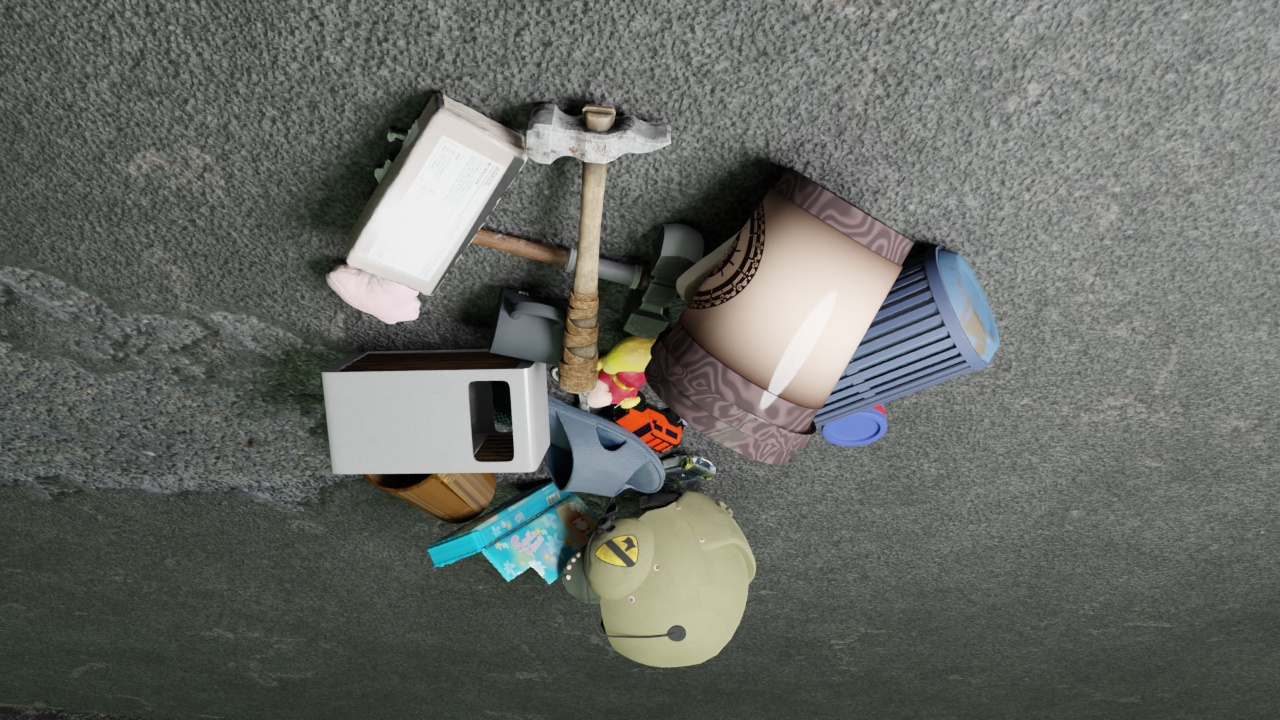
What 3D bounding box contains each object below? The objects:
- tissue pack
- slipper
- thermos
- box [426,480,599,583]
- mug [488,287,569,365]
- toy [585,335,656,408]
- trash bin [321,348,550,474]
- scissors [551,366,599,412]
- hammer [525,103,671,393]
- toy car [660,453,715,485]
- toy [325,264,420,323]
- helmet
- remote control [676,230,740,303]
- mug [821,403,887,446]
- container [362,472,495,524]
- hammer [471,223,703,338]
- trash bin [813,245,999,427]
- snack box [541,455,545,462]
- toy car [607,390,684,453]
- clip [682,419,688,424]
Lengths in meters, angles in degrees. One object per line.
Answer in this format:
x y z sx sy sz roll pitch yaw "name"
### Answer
-0.191 -0.153 0.829 0.103 0.071 0.182 22 128 -29 "tissue pack"
-0.091 0.112 1.140 0.263 0.082 0.101 29 140 -9 "slipper"
0.128 -0.044 0.834 0.172 0.172 0.226 23 108 -27 "thermos"
-0.156 0.228 1.251 0.173 0.226 0.083 13 107 26 "box"
-0.113 -0.040 0.972 0.077 0.071 0.105 12 164 -14 "mug"
-0.006 0.006 1.053 0.105 0.067 0.138 -9 157 -33 "toy"
-0.226 0.055 1.043 0.229 0.114 0.114 -1 102 4 "trash bin"
-0.062 0.046 1.144 0.090 0.014 0.172 -12 136 21 "scissors"
-0.049 -0.091 0.867 0.121 0.048 0.320 5 131 -3 "hammer"
0.060 0.148 1.268 0.048 0.033 0.106 30 151 -28 "toy car"
-0.267 -0.071 0.961 0.099 0.052 0.096 -8 146 10 "toy"
0.037 0.282 1.241 0.233 0.255 0.250 -7 144 14 "helmet"
0.088 -0.100 0.886 0.125 0.018 0.038 -37 145 -1 "remote control"
0.234 0.046 1.085 0.112 0.076 0.075 19 141 -23 "mug"
-0.268 0.139 1.203 0.132 0.132 0.167 -8 149 12 "container"
-0.107 -0.110 0.917 0.322 0.043 0.156 13 143 -12 "hammer"
0.229 -0.014 0.952 0.250 0.139 0.139 -24 137 29 "trash bin"
-0.096 0.119 1.248 0.089 0.021 0.133 -26 137 32 "snack box"
0.009 0.081 1.168 0.100 0.048 0.051 28 137 -31 "toy car"
0.057 0.063 1.159 0.013 0.037 0.053 -1 158 7 "clip"
